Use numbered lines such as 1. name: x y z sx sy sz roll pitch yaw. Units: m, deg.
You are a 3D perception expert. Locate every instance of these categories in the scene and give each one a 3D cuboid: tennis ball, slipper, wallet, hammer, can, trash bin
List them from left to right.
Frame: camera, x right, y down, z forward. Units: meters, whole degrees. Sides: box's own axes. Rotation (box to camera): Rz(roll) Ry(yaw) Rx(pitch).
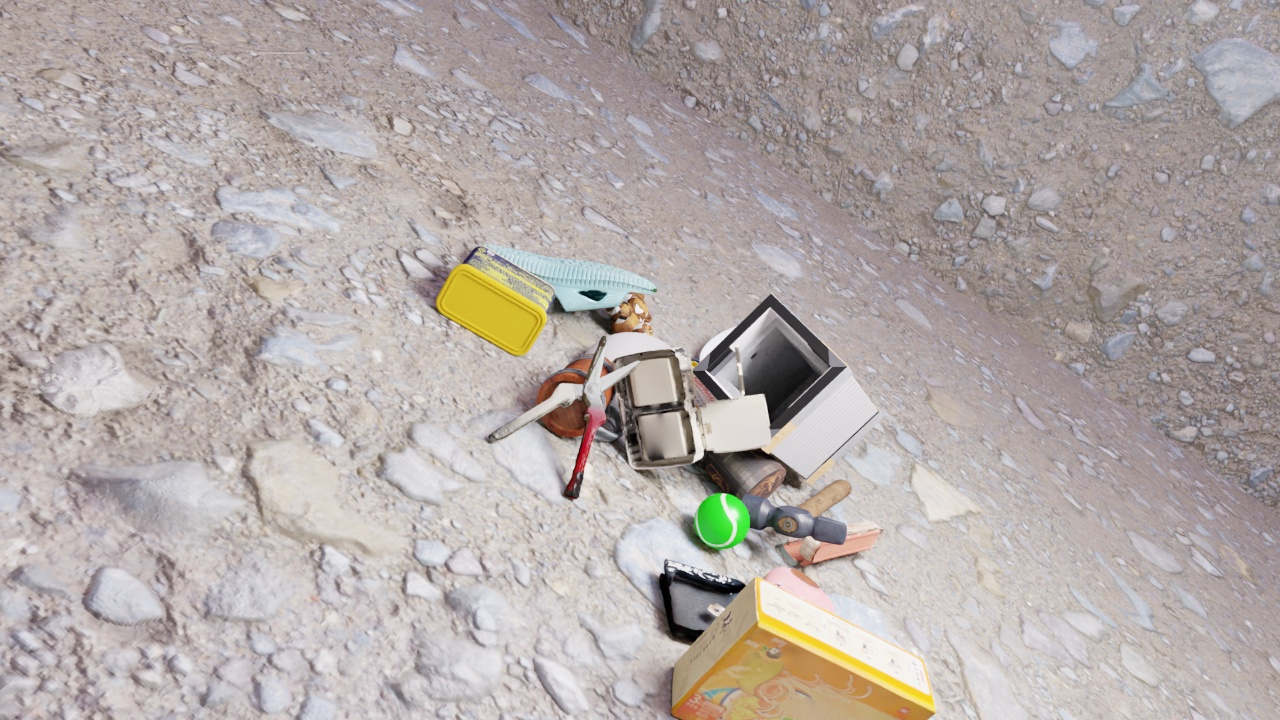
1. can: -0.186 -0.082 1.213 0.135 0.075 0.104 30 23 -8
2. slipper: -0.114 -0.116 1.347 0.276 0.069 0.116 10 14 -9
3. wallet: 0.073 0.264 0.972 0.115 0.026 0.089 21 29 -21
4. tennis ball: 0.096 0.190 1.083 0.065 0.065 0.065 27 27 -15
5. trash bin: 0.205 0.047 1.235 0.142 0.142 0.247 49 6 29
6. hammer: 0.240 0.192 1.229 0.129 0.040 0.321 11 5 23

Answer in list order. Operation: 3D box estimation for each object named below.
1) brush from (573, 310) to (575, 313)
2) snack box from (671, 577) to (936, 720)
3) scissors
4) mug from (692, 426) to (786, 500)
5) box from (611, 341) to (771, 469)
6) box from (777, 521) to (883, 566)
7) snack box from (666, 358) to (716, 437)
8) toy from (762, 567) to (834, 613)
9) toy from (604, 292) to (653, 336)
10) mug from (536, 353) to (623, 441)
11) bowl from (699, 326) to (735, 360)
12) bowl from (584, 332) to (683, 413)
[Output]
1. brush: -0.103 -0.113 1.428 0.048 0.017 0.126 24 28 -21
2. snack box: 0.148 0.301 0.863 0.195 0.145 0.080 29 29 -12
3. scissors: -0.083 0.063 1.043 0.179 0.015 0.198 -1 72 -12
4. mug: 0.130 0.139 1.218 0.107 0.080 0.116 47 0 28
5. box: 0.064 0.052 1.114 0.080 0.181 0.143 -14 96 -59
6. box: 0.255 0.236 1.210 0.067 0.057 0.186 13 6 40
7. snack box: 0.056 0.050 1.305 0.144 0.043 0.144 9 36 -40
8. toy: 0.168 0.275 1.037 0.090 0.051 0.109 40 28 27
9. toy: -0.015 -0.073 1.410 0.087 0.067 0.112 45 35 -18
10. mug: -0.063 0.053 1.136 0.117 0.082 0.111 57 21 -7
11. bowl: 0.173 0.007 1.455 0.143 0.144 0.074 -88 158 -60
12. bowl: -0.007 0.007 1.233 0.149 0.043 0.149 5 44 -5
